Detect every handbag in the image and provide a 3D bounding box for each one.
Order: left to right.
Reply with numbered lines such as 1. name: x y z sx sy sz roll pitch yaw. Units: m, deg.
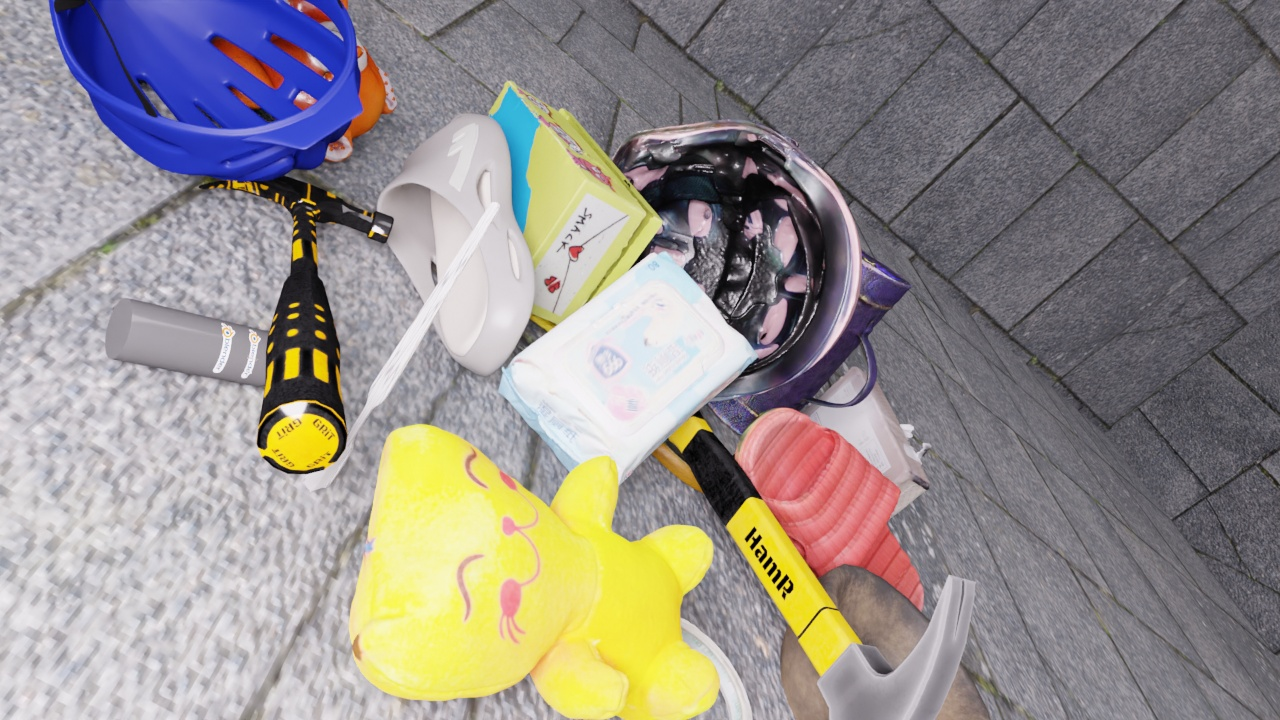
1. handbag: 0.143 -0.041 0.916 0.222 0.205 0.125 46 22 23

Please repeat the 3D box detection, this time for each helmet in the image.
1. helmet: -0.255 -0.210 0.512 0.241 0.228 0.147 39 64 16
2. helmet: 0.078 -0.078 0.793 0.256 0.230 0.152 12 4 30

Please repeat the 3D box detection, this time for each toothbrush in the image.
1. toothbrush: -0.114 -0.002 0.428 0.010 0.182 0.010 45 25 15

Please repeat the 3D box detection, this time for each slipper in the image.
1. slipper: -0.146 -0.101 0.674 0.080 0.113 0.265 13 41 -32
2. slipper: 0.167 0.133 0.726 0.249 0.059 0.103 50 62 -22

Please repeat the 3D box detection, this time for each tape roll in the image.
1. tape roll: 0.029 0.194 0.546 0.093 0.013 0.093 36 23 -18

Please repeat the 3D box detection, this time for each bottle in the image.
1. bottle: -0.209 -0.004 0.472 0.112 0.030 0.030 17 34 -48

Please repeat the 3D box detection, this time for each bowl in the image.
1. bowl: 0.163 0.228 0.638 0.162 0.070 0.162 36 24 -19

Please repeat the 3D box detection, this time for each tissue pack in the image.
1. tissue pack: -0.004 0.004 0.659 0.112 0.070 0.181 46 60 7
2. tissue pack: 0.242 0.094 0.969 0.071 0.104 0.181 36 22 -23

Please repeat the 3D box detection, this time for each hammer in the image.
1. hammer: -0.188 -0.041 0.503 0.123 0.036 0.320 18 21 -27
2. hammer: 0.087 0.121 0.617 0.034 0.170 0.324 21 22 -36

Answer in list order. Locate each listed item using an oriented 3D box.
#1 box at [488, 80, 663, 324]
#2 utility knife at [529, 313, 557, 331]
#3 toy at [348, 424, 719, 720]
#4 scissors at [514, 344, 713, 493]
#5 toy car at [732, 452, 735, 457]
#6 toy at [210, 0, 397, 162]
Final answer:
1. box: -0.082 -0.134 0.768 0.082 0.124 0.221 24 19 -36
2. utility knife: -0.039 -0.004 0.757 0.218 0.019 0.030 39 23 -1
3. toy: -0.052 0.113 0.462 0.193 0.088 0.134 24 47 -33
4. scissors: -0.009 0.047 0.739 0.227 0.016 0.134 25 28 -37
5. toy car: 0.116 0.112 0.788 0.048 0.051 0.100 0 48 -56
6. toy: -0.270 -0.239 0.700 0.172 0.093 0.163 40 44 -19
